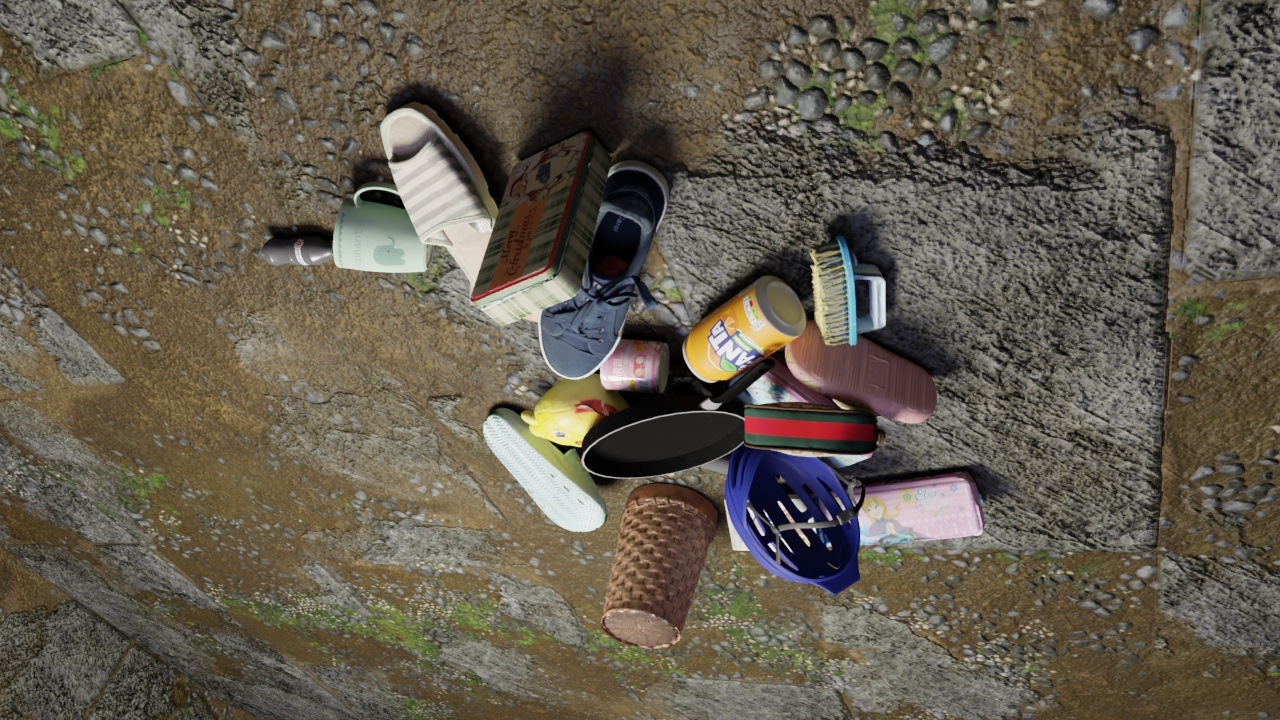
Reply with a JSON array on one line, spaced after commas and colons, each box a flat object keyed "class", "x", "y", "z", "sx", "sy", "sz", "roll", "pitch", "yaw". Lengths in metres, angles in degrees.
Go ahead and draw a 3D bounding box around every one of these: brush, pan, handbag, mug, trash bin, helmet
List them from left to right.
[{"class": "mug", "x": -0.299, "y": -0.156, "z": 1.081, "sx": 0.104, "sy": 0.084, "sz": 0.111, "roll": 8, "pitch": 126, "yaw": -4}, {"class": "trash bin", "x": 0.029, "y": 0.315, "z": 1.398, "sx": 0.151, "sy": 0.209, "sz": 0.151, "roll": 9, "pitch": 139, "yaw": 8}, {"class": "pan", "x": 0.062, "y": 0.073, "z": 1.159, "sx": 0.225, "sy": 0.034, "sz": 0.358, "roll": 3, "pitch": 151, "yaw": -29}, {"class": "helmet", "x": 0.204, "y": 0.182, "z": 1.183, "sx": 0.241, "sy": 0.147, "sz": 0.228, "roll": 57, "pitch": 164, "yaw": 19}, {"class": "handbag", "x": 0.207, "y": 0.080, "z": 1.092, "sx": 0.167, "sy": 0.063, "sz": 0.138, "roll": 2, "pitch": 180, "yaw": 20}, {"class": "brush", "x": 0.228, "y": -0.082, "z": 1.004, "sx": 0.075, "sy": 0.055, "sz": 0.136, "roll": -15, "pitch": 135, "yaw": 2}]

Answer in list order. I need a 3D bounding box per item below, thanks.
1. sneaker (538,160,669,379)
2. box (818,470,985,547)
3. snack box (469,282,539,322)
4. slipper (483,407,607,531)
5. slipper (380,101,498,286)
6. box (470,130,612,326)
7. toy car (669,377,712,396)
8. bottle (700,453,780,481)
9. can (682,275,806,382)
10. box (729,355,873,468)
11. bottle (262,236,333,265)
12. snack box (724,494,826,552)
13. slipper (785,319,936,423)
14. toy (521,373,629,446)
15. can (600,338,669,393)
[{"class": "sneaker", "x": -0.048, "y": -0.069, "z": 1.020, "sx": 0.120, "sy": 0.127, "sz": 0.295, "roll": 22, "pitch": 130, "yaw": -4}, {"class": "box", "x": 0.363, "y": 0.206, "z": 1.293, "sx": 0.231, "sy": 0.076, "sz": 0.084, "roll": -13, "pitch": 94, "yaw": 31}, {"class": "snack box", "x": -0.134, "y": -0.090, "z": 1.130, "sx": 0.151, "sy": 0.034, "sz": 0.087, "roll": 15, "pitch": 139, "yaw": 1}, {"class": "slipper", "x": -0.135, "y": 0.160, "z": 1.389, "sx": 0.245, "sy": 0.074, "sz": 0.104, "roll": 48, "pitch": 134, "yaw": -10}, {"class": "slipper", "x": -0.203, "y": -0.156, "z": 1.030, "sx": 0.115, "sy": 0.053, "sz": 0.273, "roll": -6, "pitch": 124, "yaw": 40}, {"class": "box", "x": -0.098, "y": -0.138, "z": 0.935, "sx": 0.118, "sy": 0.205, "sz": 0.050, "roll": -18, "pitch": 136, "yaw": 36}, {"class": "toy car", "x": 0.076, "y": 0.049, "z": 1.220, "sx": 0.039, "sy": 0.027, "sz": 0.090, "roll": -20, "pitch": 131, "yaw": 37}, {"class": "bottle", "x": 0.144, "y": 0.154, "z": 1.314, "sx": 0.113, "sy": 0.030, "sz": 0.030, "roll": 15, "pitch": 140, "yaw": 2}, {"class": "can", "x": 0.120, "y": -0.034, "z": 1.073, "sx": 0.079, "sy": 0.078, "sz": 0.143, "roll": 34, "pitch": 137, "yaw": -20}, {"class": "box", "x": 0.211, "y": 0.071, "z": 1.193, "sx": 0.214, "sy": 0.036, "sz": 0.076, "roll": 35, "pitch": 137, "yaw": -21}, {"class": "bottle", "x": -0.429, "y": -0.140, "z": 1.173, "sx": 0.110, "sy": 0.036, "sz": 0.036, "roll": 1, "pitch": 137, "yaw": 18}, {"class": "snack box", "x": 0.196, "y": 0.239, "z": 1.345, "sx": 0.150, "sy": 0.026, "sz": 0.082, "roll": -8, "pitch": 95, "yaw": 40}, {"class": "slipper", "x": 0.253, "y": 0.026, "z": 1.093, "sx": 0.197, "sy": 0.093, "sz": 0.082, "roll": 23, "pitch": 150, "yaw": -8}, {"class": "toy", "x": -0.089, "y": 0.077, "z": 1.266, "sx": 0.133, "sy": 0.092, "sz": 0.208, "roll": 12, "pitch": 152, "yaw": -24}, {"class": "can", "x": -0.007, "y": 0.007, "z": 1.171, "sx": 0.076, "sy": 0.067, "sz": 0.067, "roll": 5, "pitch": 138, "yaw": 13}]
